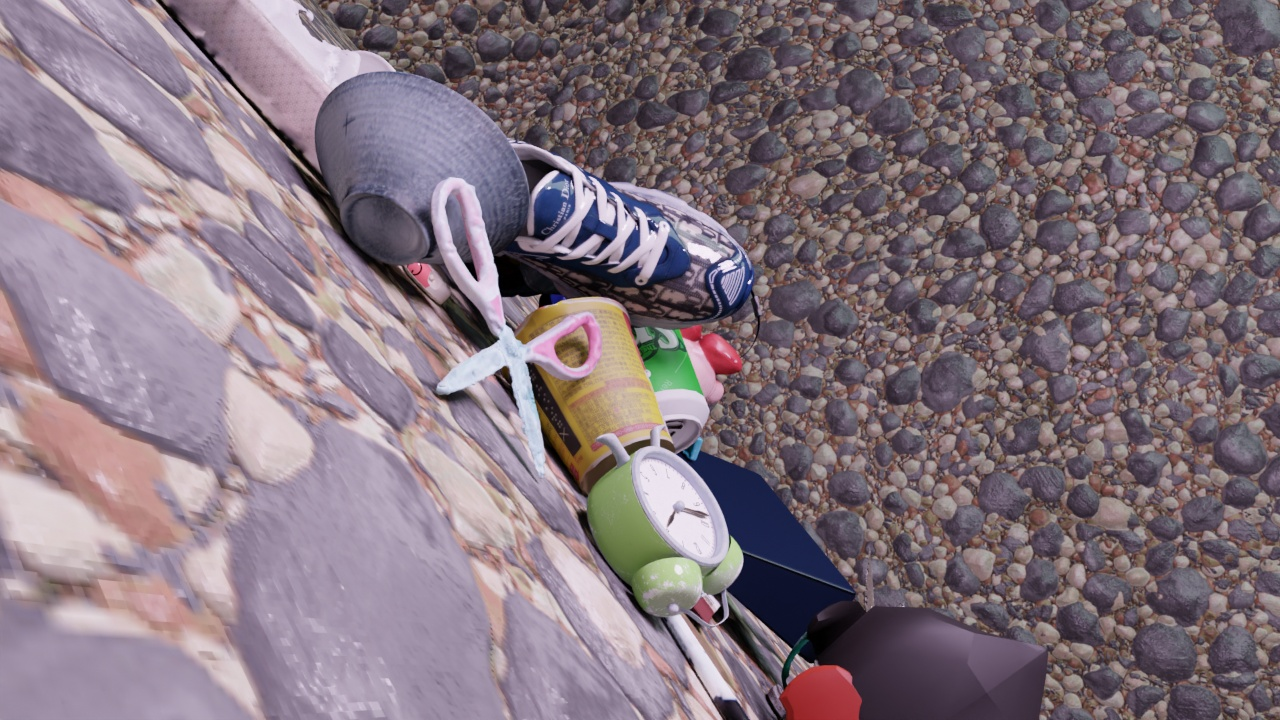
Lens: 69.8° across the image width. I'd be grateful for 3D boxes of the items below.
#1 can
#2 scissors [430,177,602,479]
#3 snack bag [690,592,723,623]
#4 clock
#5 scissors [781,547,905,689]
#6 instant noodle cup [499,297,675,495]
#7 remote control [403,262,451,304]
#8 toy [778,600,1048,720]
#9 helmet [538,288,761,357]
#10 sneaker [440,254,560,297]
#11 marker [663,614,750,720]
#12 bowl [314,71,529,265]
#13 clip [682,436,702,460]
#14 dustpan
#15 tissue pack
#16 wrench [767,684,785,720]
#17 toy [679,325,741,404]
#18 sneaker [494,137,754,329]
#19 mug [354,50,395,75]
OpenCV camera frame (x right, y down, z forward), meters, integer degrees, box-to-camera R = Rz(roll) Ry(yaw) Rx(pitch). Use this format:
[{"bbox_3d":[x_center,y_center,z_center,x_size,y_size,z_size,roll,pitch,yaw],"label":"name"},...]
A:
[{"bbox_3d":[-0.004,0.004,0.735,0.088,0.088,0.139,48,20,-59],"label":"can"},{"bbox_3d":[-0.073,-0.023,0.517,0.170,0.013,0.177,-35,107,-61],"label":"scissors"},{"bbox_3d":[0.039,0.167,0.684,0.057,0.013,0.158,53,2,13],"label":"snack bag"},{"bbox_3d":[0.015,0.099,0.532,0.094,0.043,0.119,-1,55,-59],"label":"clock"},{"bbox_3d":[0.163,0.251,0.684,0.201,0.015,0.205,-14,97,-50],"label":"scissors"},{"bbox_3d":[-0.030,0.031,0.626,0.112,0.100,0.100,60,6,30],"label":"instant noodle cup"},{"bbox_3d":[-0.166,-0.083,0.673,0.038,0.018,0.125,49,3,-40],"label":"remote control"},{"bbox_3d":[0.175,0.214,0.572,0.159,0.140,0.184,56,2,17],"label":"toy"},{"bbox_3d":[0.009,-0.037,0.926,0.241,0.228,0.147,36,40,-81],"label":"helmet"},{"bbox_3d":[-0.136,-0.093,0.818,0.121,0.127,0.295,55,-21,-25],"label":"sneaker"},{"bbox_3d":[0.027,0.159,0.514,0.152,0.011,0.011,50,1,43],"label":"marker"},{"bbox_3d":[-0.139,-0.094,0.540,0.137,0.137,0.057,50,41,-31],"label":"bowl"},{"bbox_3d":[0.018,0.055,0.892,0.097,0.026,0.116,29,9,3],"label":"clip"},{"bbox_3d":[0.096,0.168,0.808,0.273,0.080,0.236,23,10,-17],"label":"dustpan"},{"bbox_3d":[-0.239,-0.204,0.609,0.181,0.071,0.104,46,3,-13],"label":"tissue pack"},{"bbox_3d":[0.117,0.266,0.545,0.070,0.010,0.273,50,1,-4],"label":"wrench"},{"bbox_3d":[0.013,0.014,0.806,0.124,0.131,0.097,42,-4,-12],"label":"toy"},{"bbox_3d":[-0.047,-0.093,0.625,0.269,0.103,0.132,22,3,-3],"label":"sneaker"},{"bbox_3d":[-0.248,-0.221,0.815,0.112,0.078,0.097,22,-4,10],"label":"mug"}]
